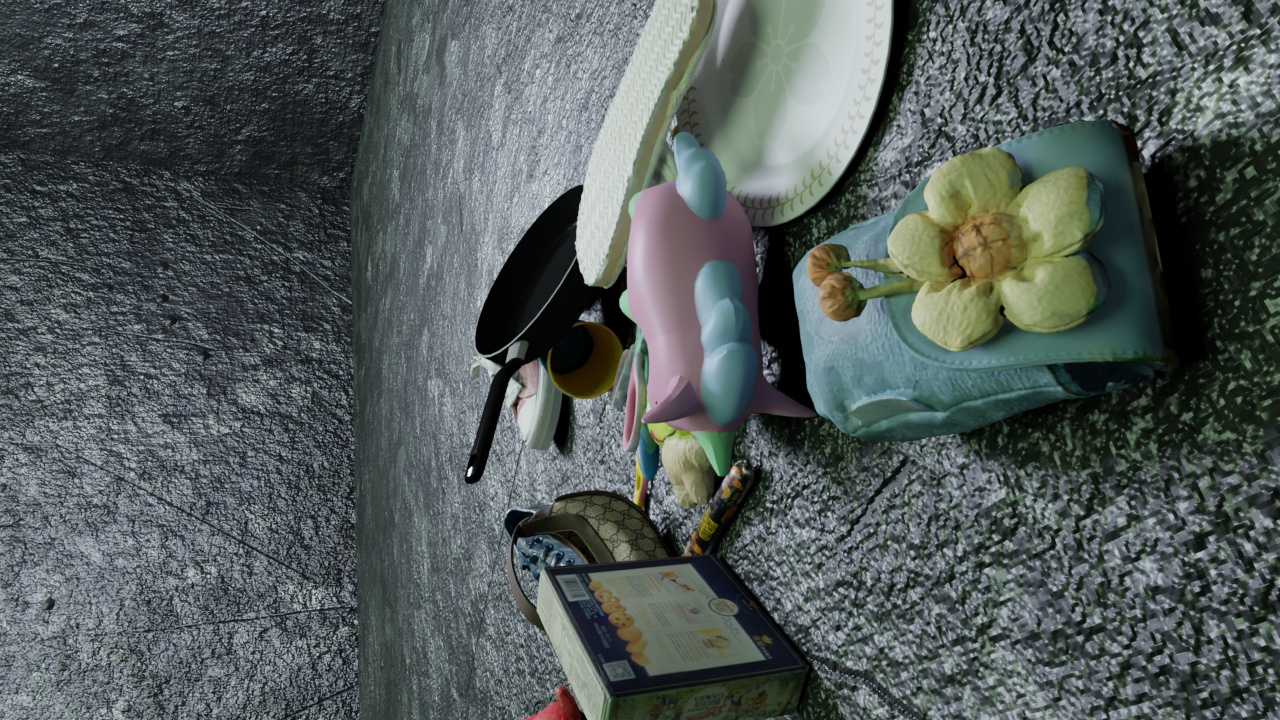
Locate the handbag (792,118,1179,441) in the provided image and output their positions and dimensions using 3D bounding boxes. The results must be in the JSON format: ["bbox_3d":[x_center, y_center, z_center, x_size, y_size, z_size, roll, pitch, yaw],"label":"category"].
[{"bbox_3d":[0.138,-0.029,0.425,0.192,0.118,0.121,-23,66,58],"label":"handbag"}]

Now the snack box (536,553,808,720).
[{"bbox_3d":[0.017,0.192,0.636,0.144,0.145,0.043,-136,52,-60],"label":"snack box"}]

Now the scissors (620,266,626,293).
[{"bbox_3d":[-0.022,-0.141,0.928,0.175,0.014,0.141,-158,76,-66],"label":"scissors"}]

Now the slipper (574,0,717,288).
[{"bbox_3d":[0.006,-0.176,0.737,0.114,0.054,0.273,-114,35,-42],"label":"slipper"}]

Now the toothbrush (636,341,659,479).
[{"bbox_3d":[0.006,0.043,0.834,0.017,0.022,0.135,128,144,-67],"label":"toothbrush"}]

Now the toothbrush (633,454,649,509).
[{"bbox_3d":[-0.001,0.122,0.850,0.021,0.016,0.135,-160,77,-67],"label":"toothbrush"}]

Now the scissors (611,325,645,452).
[{"bbox_3d":[-0.007,0.000,0.836,0.169,0.014,0.170,143,132,-75],"label":"scissors"}]

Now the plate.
[{"bbox_3d":[0.094,-0.216,0.644,0.243,0.016,0.242,13,105,60],"label":"plate"}]

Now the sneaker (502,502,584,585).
[{"bbox_3d":[-0.080,0.200,0.918,0.087,0.079,0.235,-67,25,8],"label":"sneaker"}]

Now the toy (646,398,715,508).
[{"bbox_3d":[0.035,0.061,0.737,0.092,0.043,0.117,141,126,-58],"label":"toy"}]

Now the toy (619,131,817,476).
[{"bbox_3d":[0.041,-0.046,0.641,0.171,0.120,0.222,-141,52,-69],"label":"toy"}]

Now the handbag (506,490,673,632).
[{"bbox_3d":[-0.040,0.187,0.768,0.166,0.138,0.063,58,142,37],"label":"handbag"}]

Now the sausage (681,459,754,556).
[{"bbox_3d":[0.056,0.128,0.712,0.020,0.020,0.156,-111,33,-43],"label":"sausage"}]

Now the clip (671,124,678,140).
[{"bbox_3d":[0.047,-0.202,0.762,0.054,0.045,0.048,9,121,68],"label":"clip"}]

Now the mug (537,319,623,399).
[{"bbox_3d":[-0.071,-0.010,0.956,0.121,0.078,0.078,-150,66,-69],"label":"mug"}]

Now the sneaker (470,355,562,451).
[{"bbox_3d":[-0.154,0.004,1.117,0.119,0.087,0.240,116,148,-42],"label":"sneaker"}]

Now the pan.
[{"bbox_3d":[-0.105,-0.027,0.877,0.205,0.044,0.354,-35,34,39],"label":"pan"}]

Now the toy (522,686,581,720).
[{"bbox_3d":[-0.105,0.395,0.954,0.088,0.094,0.133,-112,36,-44],"label":"toy"}]
